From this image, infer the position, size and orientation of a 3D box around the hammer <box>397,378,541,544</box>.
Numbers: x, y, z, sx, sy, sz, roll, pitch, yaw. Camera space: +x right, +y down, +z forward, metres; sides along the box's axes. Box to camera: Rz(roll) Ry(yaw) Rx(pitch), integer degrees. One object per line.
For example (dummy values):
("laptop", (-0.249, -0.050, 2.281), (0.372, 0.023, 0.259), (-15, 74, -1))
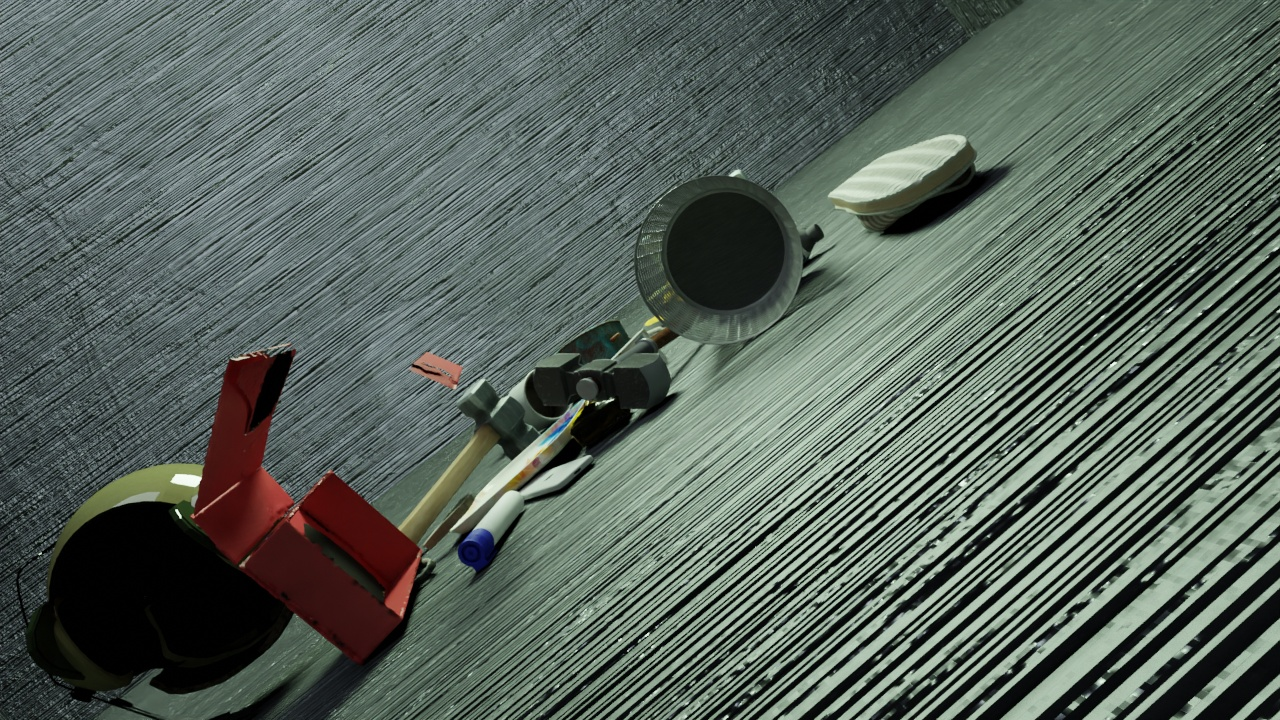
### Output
("hammer", (-0.245, 0.159, 1.163), (0.051, 0.117, 0.321), (-32, 16, 42))

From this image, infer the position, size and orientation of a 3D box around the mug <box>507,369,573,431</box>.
("mug", (-0.148, 0.051, 1.400), (0.071, 0.084, 0.112), (-34, 22, 50))

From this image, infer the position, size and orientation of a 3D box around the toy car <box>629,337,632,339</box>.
("toy car", (-0.020, -0.014, 1.430), (0.091, 0.036, 0.042), (-35, 2, -43))

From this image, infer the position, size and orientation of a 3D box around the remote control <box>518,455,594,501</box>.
("remote control", (-0.088, 0.118, 0.902), (0.045, 0.008, 0.147), (-41, 6, -28))

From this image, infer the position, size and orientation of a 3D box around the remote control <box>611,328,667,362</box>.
("remote control", (-0.006, 0.006, 1.082), (0.011, 0.050, 0.135), (-35, 6, 30))

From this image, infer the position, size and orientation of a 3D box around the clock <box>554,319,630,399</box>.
("clock", (-0.057, 0.007, 1.303), (0.121, 0.073, 0.157), (-32, -10, 2))

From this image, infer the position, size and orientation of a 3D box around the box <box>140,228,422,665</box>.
("box", (-0.333, 0.083, 0.822), (0.124, 0.378, 0.211), (-26, 7, -5))

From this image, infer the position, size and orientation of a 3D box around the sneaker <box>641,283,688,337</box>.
("sneaker", (0.069, -0.126, 1.320), (0.239, 0.122, 0.086), (-35, 5, 15))

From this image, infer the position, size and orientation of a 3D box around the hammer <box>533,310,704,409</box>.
("hammer", (0.026, -0.026, 1.032), (0.156, 0.043, 0.321), (0, 20, 32))

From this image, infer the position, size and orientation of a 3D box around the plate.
("plate", (-0.132, 0.122, 1.048), (0.187, 0.016, 0.186), (-42, 5, 13))

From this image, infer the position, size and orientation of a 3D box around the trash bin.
("trash bin", (0.083, -0.106, 0.938), (0.157, 0.156, 0.183), (-36, 3, 12))

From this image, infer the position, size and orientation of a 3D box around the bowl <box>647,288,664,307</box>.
("bowl", (0.103, -0.131, 1.472), (0.189, 0.060, 0.218), (-36, 5, 20))

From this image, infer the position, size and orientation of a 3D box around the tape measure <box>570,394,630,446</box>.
("tape measure", (-0.043, 0.057, 0.969), (0.066, 0.037, 0.064), (-36, 6, 11))

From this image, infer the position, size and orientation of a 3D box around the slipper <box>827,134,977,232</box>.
("slipper", (0.253, -0.169, 0.891), (0.115, 0.052, 0.263), (-35, 10, 3))

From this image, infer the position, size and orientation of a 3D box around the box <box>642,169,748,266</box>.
("box", (0.109, -0.214, 1.444), (0.198, 0.078, 0.122), (-33, -12, 25))

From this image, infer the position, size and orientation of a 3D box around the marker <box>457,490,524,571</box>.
("marker", (-0.131, 0.151, 0.828), (0.023, 0.027, 0.133), (-36, 4, 12))

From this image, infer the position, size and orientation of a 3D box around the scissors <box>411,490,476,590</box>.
("scissors", (-0.230, 0.207, 0.974), (0.170, 0.012, 0.157), (-50, 12, 2))

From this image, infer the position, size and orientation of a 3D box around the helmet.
("helmet", (-0.454, 0.226, 0.926), (0.250, 0.255, 0.233), (-38, 9, -4))

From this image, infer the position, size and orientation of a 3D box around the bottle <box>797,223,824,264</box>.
("bottle", (0.166, -0.124, 1.083), (0.113, 0.047, 0.046), (-34, 7, 32))
